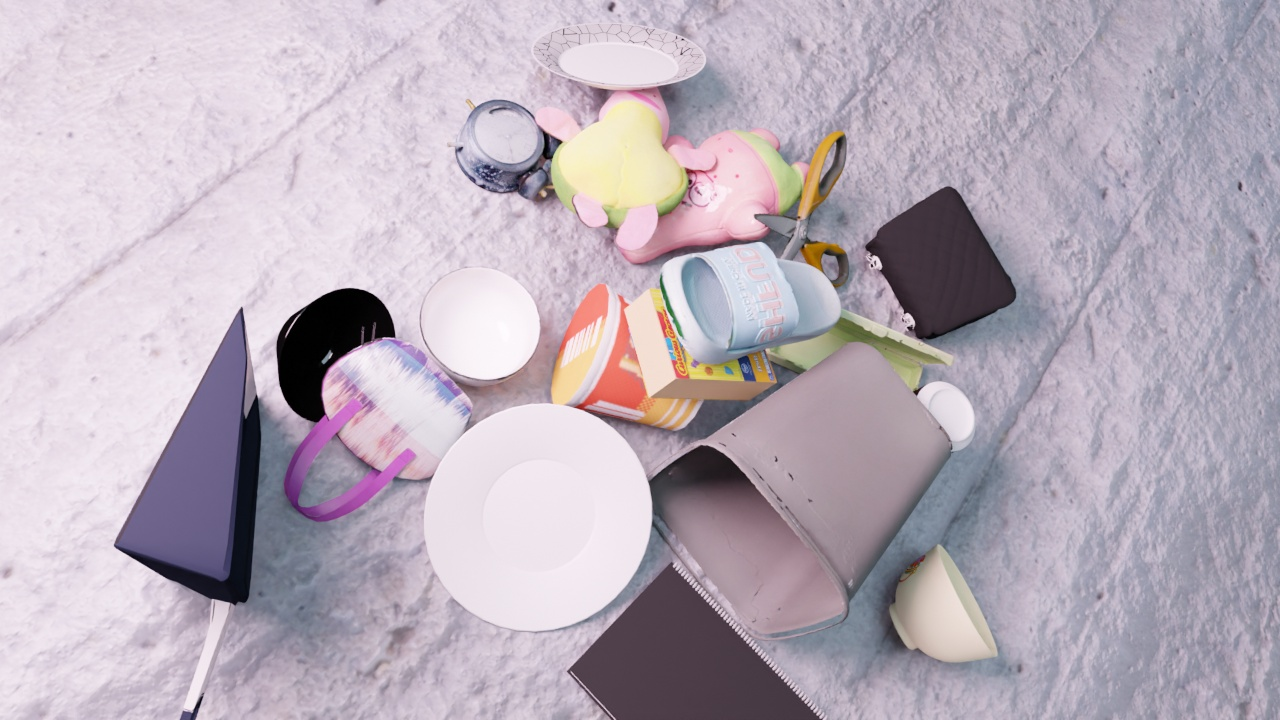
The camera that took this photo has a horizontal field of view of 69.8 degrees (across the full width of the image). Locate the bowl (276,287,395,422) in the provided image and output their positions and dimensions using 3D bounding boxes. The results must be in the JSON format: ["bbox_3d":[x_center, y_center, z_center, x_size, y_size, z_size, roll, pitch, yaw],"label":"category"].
[{"bbox_3d":[-0.284,-0.011,0.820,0.052,0.124,0.123,20,60,31],"label":"bowl"}]

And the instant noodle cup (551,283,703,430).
[{"bbox_3d":[-0.005,0.005,0.893,0.121,0.124,0.123,21,67,-20],"label":"instant noodle cup"}]

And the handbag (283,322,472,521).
[{"bbox_3d":[-0.242,0.068,0.813,0.169,0.068,0.144,-48,118,-15],"label":"handbag"}]

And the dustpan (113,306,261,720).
[{"bbox_3d":[-0.310,0.131,0.676,0.080,0.237,0.272,23,67,-12],"label":"dustpan"}]

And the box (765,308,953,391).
[{"bbox_3d":[0.230,-0.002,1.005,0.188,0.091,0.083,22,90,-8],"label":"box"}]

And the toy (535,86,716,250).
[{"bbox_3d":[-0.019,-0.207,0.949,0.190,0.088,0.237,10,51,-4],"label":"toy"}]

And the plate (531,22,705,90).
[{"bbox_3d":[-0.024,-0.328,1.002,0.188,0.016,0.188,3,38,-2],"label":"plate"}]

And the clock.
[{"bbox_3d":[-0.132,-0.218,0.956,0.129,0.052,0.090,22,67,-16],"label":"clock"}]

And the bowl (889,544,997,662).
[{"bbox_3d":[0.296,0.256,0.928,0.074,0.117,0.118,-30,82,17],"label":"bowl"}]

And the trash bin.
[{"bbox_3d":[0.157,0.113,0.875,0.219,0.198,0.197,-36,85,-31],"label":"trash bin"}]

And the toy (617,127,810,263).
[{"bbox_3d":[0.075,-0.178,0.991,0.236,0.097,0.192,-32,52,-13],"label":"toy"}]

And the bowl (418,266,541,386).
[{"bbox_3d":[-0.156,-0.026,0.876,0.113,0.063,0.113,6,71,-17],"label":"bowl"}]

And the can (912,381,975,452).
[{"bbox_3d":[0.285,0.072,0.959,0.072,0.129,0.071,6,71,-17],"label":"can"}]

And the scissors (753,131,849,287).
[{"bbox_3d":[0.181,-0.151,0.977,0.225,0.016,0.225,13,90,-53],"label":"scissors"}]

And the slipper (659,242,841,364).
[{"bbox_3d":[0.112,-0.062,0.839,0.244,0.074,0.104,-7,67,-44],"label":"slipper"}]

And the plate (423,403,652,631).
[{"bbox_3d":[-0.092,0.143,0.843,0.208,0.015,0.208,-1,92,-14],"label":"plate"}]

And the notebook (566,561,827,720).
[{"bbox_3d":[0.056,0.308,0.842,0.206,0.016,0.148,45,58,8],"label":"notebook"}]

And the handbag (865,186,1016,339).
[{"bbox_3d":[0.340,-0.104,1.075,0.125,0.115,0.153,-27,86,-1],"label":"handbag"}]

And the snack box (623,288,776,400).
[{"bbox_3d":[0.056,-0.013,0.844,0.125,0.040,0.088,3,61,-39],"label":"snack box"}]
